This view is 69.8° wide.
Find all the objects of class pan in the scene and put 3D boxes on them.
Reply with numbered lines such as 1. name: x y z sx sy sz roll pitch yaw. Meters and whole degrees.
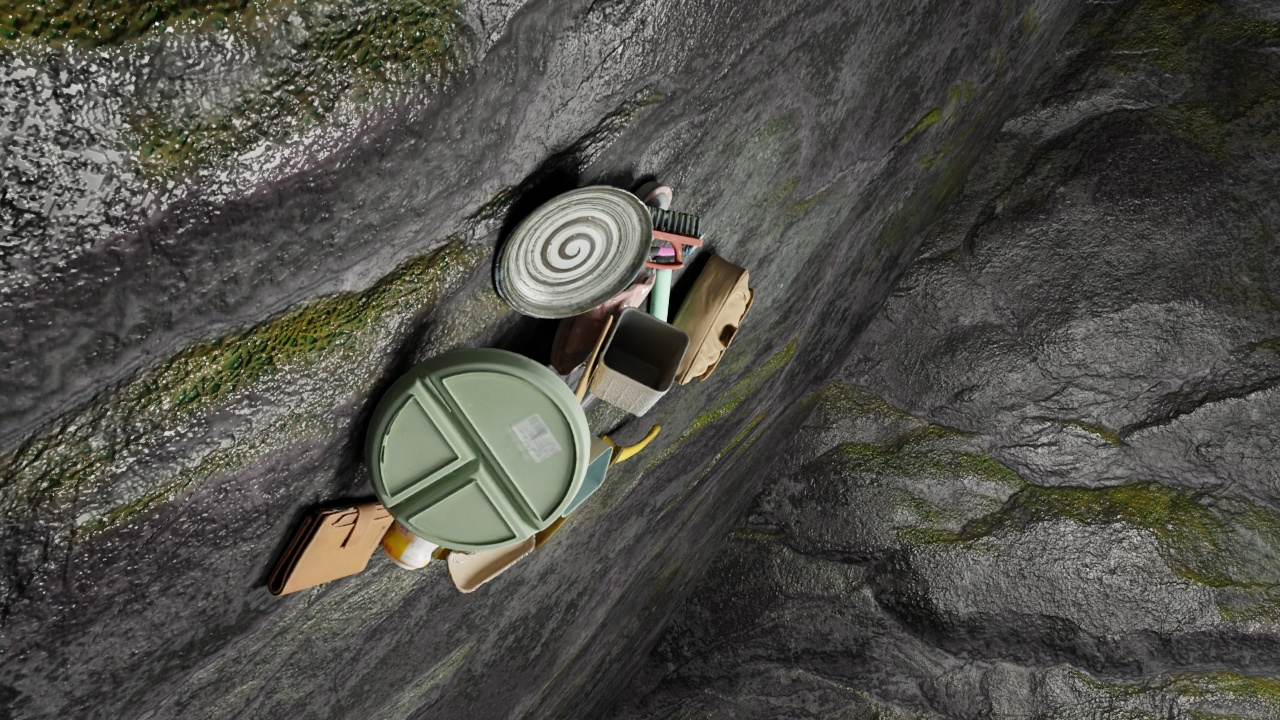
1. pan: -0.061 0.170 1.429 0.198 0.078 0.356 -47 -178 34

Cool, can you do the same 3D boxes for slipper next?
1. slipper: -0.028 -0.093 1.140 0.275 0.054 0.114 -61 160 16

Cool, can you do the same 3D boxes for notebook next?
1. notebook: -0.085 0.064 1.087 0.150 0.012 0.211 115 -2 -64

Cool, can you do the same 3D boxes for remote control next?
1. remote control: -0.069 0.047 1.323 0.136 0.024 0.053 -50 158 -13

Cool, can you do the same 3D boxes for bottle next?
1. bottle: -0.251 0.188 1.069 0.108 0.063 0.063 -54 161 0

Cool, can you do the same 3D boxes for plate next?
1. plate: -0.071 -0.116 0.971 0.179 0.024 0.180 -20 143 -16
2. plate: -0.163 0.098 0.935 0.230 0.230 0.027 -60 -159 14

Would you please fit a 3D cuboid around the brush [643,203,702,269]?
1. brush: -0.003 -0.144 1.043 0.145 0.063 0.069 6 99 -37

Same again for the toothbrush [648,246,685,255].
1. toothbrush: -0.017 -0.128 1.070 0.188 0.018 0.014 -5 99 -38

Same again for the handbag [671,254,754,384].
1. handbag: 0.105 -0.056 1.432 0.204 0.100 0.147 -61 169 5

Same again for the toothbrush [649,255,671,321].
1. toothbrush: 0.027 -0.073 1.346 0.026 0.027 0.225 -40 156 -25

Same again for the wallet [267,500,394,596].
1. wallet: -0.317 0.187 0.970 0.119 0.035 0.130 -53 162 12

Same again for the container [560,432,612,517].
1. container: -0.112 0.130 1.229 0.089 0.111 0.090 -38 156 -39

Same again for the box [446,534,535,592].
1. box: -0.182 0.242 1.204 0.161 0.075 0.085 -29 115 -56

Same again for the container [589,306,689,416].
1. container: -0.007 0.007 1.140 0.090 0.090 0.114 -65 -176 -26

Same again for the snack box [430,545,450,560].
1. snack box: -0.230 0.225 1.231 0.087 0.034 0.140 -55 159 -3

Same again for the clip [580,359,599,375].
1. clip: -0.036 -0.011 1.276 0.099 0.035 0.098 -25 141 -42

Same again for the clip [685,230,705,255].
1. clip: 0.080 -0.171 1.315 0.024 0.028 0.057 -45 169 -22
